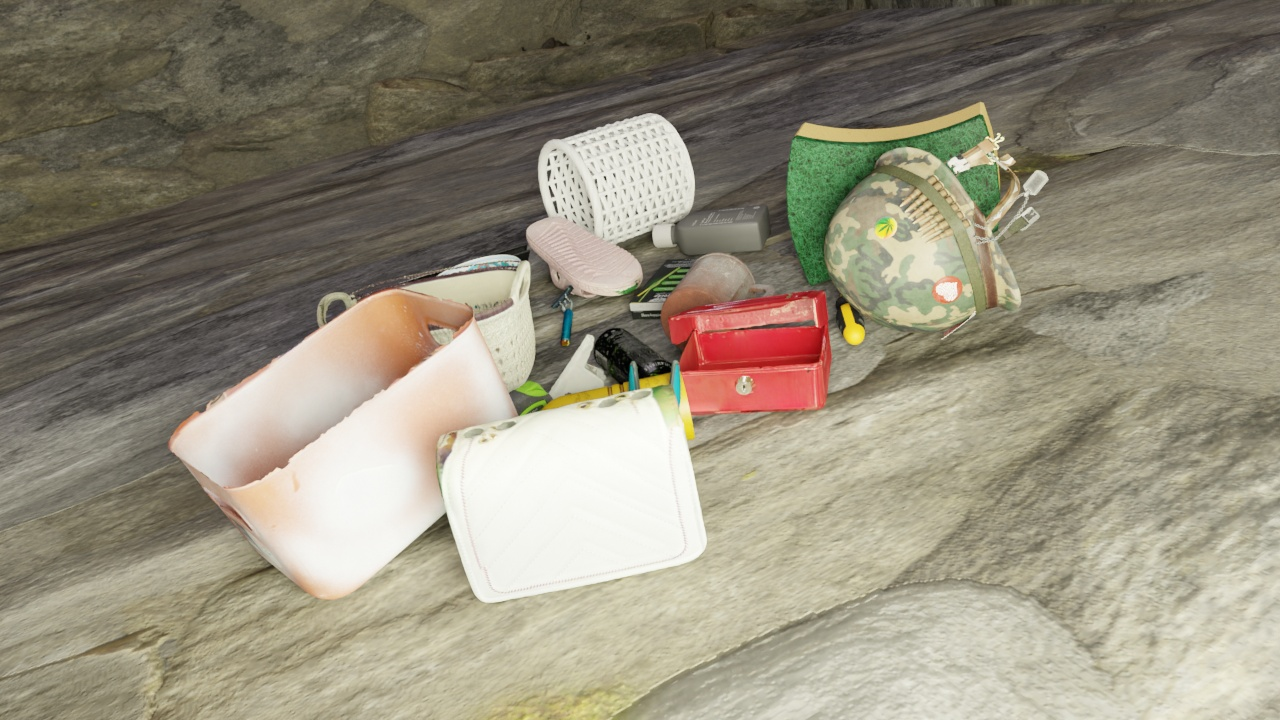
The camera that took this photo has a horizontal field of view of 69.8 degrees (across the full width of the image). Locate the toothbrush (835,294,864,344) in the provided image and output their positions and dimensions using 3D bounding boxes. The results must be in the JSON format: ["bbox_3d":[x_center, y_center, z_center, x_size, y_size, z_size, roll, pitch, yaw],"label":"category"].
[{"bbox_3d":[0.243,-0.066,1.088,0.031,0.031,0.196,-21,22,15],"label":"toothbrush"}]

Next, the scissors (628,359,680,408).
[{"bbox_3d":[0.011,0.061,0.849,0.130,0.019,0.150,-43,68,-16],"label":"scissors"}]

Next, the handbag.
[{"bbox_3d":[-0.056,0.102,0.752,0.198,0.142,0.096,-11,23,1],"label":"handbag"}]

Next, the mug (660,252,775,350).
[{"bbox_3d":[0.096,-0.068,1.088,0.123,0.096,0.110,-5,32,28],"label":"mug"}]

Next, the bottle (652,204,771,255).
[{"bbox_3d":[0.105,-0.196,1.400,0.174,0.046,0.083,-2,27,20],"label":"bottle"}]

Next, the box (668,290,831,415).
[{"bbox_3d":[0.121,-0.009,0.970,0.158,0.117,0.135,-7,11,19],"label":"box"}]

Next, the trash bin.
[{"bbox_3d":[-0.256,0.070,0.849,0.182,0.157,0.259,15,47,44],"label":"trash bin"}]

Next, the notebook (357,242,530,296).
[{"bbox_3d":[-0.271,-0.094,1.283,0.231,0.019,0.169,-19,-10,-15],"label":"notebook"}]

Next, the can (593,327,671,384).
[{"bbox_3d":[-0.006,0.006,1.024,0.054,0.054,0.138,-21,27,-18],"label":"can"}]

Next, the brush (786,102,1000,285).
[{"bbox_3d":[0.314,-0.203,1.145,0.251,0.195,0.075,-1,28,22],"label":"brush"}]

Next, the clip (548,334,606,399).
[{"bbox_3d":[-0.063,0.021,1.025,0.054,0.102,0.040,30,22,-14],"label":"clip"}]

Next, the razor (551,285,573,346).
[{"bbox_3d":[-0.100,-0.055,1.235,0.042,0.022,0.143,-47,23,19],"label":"razor"}]

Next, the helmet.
[{"bbox_3d":[0.327,-0.134,0.995,0.224,0.193,0.236,38,84,32],"label":"helmet"}]

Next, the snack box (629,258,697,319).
[{"bbox_3d":[0.050,-0.100,1.249,0.080,0.025,0.147,0,28,24],"label":"snack box"}]

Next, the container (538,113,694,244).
[{"bbox_3d":[-0.040,-0.286,1.487,0.186,0.189,0.189,-23,28,-25],"label":"container"}]

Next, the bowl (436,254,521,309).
[{"bbox_3d":[-0.215,-0.075,1.235,0.144,0.074,0.144,-22,-11,-5],"label":"bowl"}]

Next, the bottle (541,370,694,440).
[{"bbox_3d":[-0.034,0.060,0.905,0.164,0.071,0.071,-12,25,0],"label":"bottle"}]

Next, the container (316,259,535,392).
[{"bbox_3d":[-0.242,-0.030,1.102,0.252,0.143,0.184,-9,24,8],"label":"container"}]

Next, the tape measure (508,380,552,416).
[{"bbox_3d":[-0.123,0.056,0.968,0.036,0.059,0.065,14,38,44],"label":"tape measure"}]

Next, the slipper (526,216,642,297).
[{"bbox_3d":[-0.088,-0.140,1.353,0.094,0.064,0.239,-29,43,-24],"label":"slipper"}]
